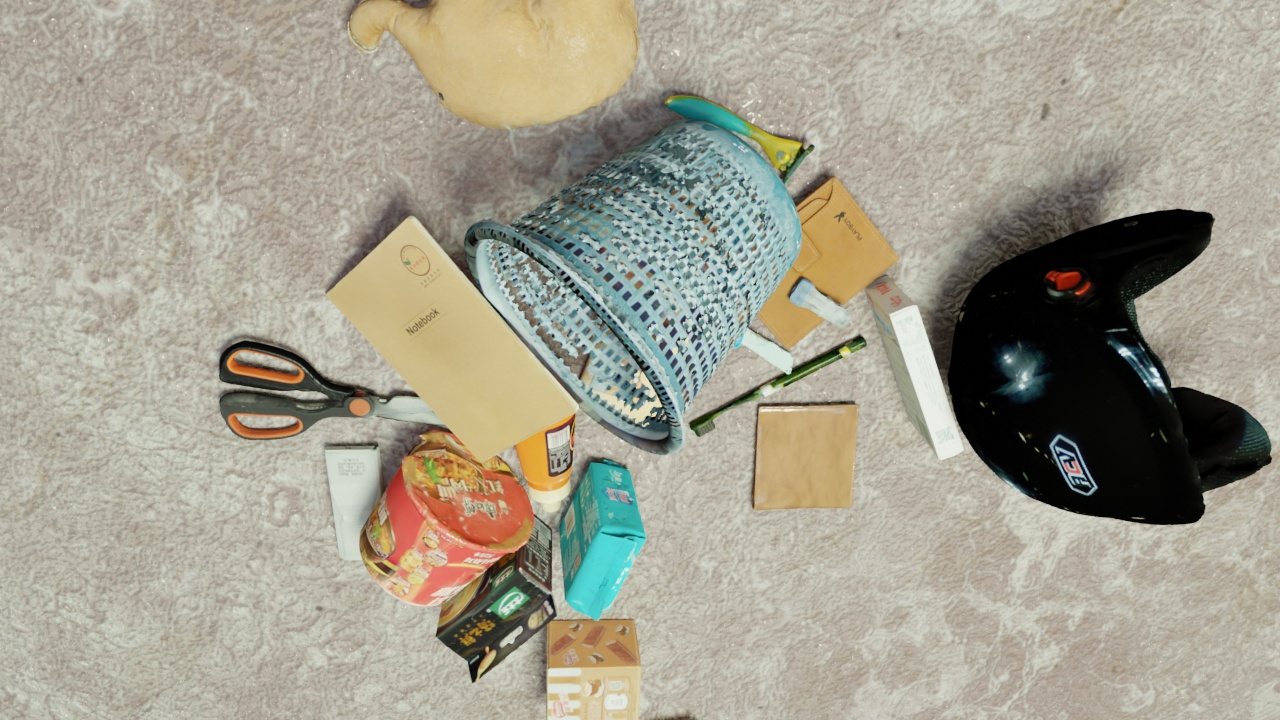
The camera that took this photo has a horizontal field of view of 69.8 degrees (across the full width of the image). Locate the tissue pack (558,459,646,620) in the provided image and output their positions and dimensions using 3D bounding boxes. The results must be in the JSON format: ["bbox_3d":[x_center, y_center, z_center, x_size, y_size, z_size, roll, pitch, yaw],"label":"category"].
[{"bbox_3d":[-0.037,0.164,0.857,0.050,0.133,0.093,18,114,-16],"label":"tissue pack"}]

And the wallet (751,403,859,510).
[{"bbox_3d":[0.163,0.096,0.906,0.101,0.020,0.115,0,110,-4],"label":"wallet"}]

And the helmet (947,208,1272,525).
[{"bbox_3d":[0.373,0.016,0.759,0.231,0.273,0.233,-18,111,31],"label":"helmet"}]

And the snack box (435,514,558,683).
[{"bbox_3d":[-0.135,0.220,0.876,0.113,0.125,0.053,-41,110,12],"label":"snack box"}]

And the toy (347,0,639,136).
[{"bbox_3d":[-0.113,-0.246,0.711,0.226,0.082,0.143,-11,108,3],"label":"toy"}]

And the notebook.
[{"bbox_3d":[-0.164,-0.009,0.788,0.148,0.008,0.207,-29,107,40],"label":"notebook"}]

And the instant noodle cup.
[{"bbox_3d":[-0.183,0.153,0.845,0.138,0.137,0.109,35,114,-17],"label":"instant noodle cup"}]

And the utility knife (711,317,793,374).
[{"bbox_3d":[0.061,-0.043,0.837,0.203,0.018,0.034,32,105,-15],"label":"utility knife"}]

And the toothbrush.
[{"bbox_3d":[0.132,0.026,0.877,0.186,0.012,0.017,-28,118,7],"label":"toothbrush"}]

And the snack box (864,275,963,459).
[{"bbox_3d":[0.249,0.006,0.838,0.027,0.084,0.157,-22,113,6],"label":"snack box"}]

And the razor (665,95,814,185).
[{"bbox_3d":[0.080,-0.193,0.771,0.132,0.028,0.043,21,141,-15],"label":"razor"}]

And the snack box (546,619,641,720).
[{"bbox_3d":[-0.051,0.330,0.955,0.094,0.077,0.093,0,113,-6],"label":"snack box"}]

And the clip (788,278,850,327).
[{"bbox_3d":[0.159,-0.050,0.813,0.056,0.026,0.024,31,106,-11],"label":"clip"}]

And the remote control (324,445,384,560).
[{"bbox_3d":[-0.272,0.138,0.886,0.049,0.024,0.125,-2,112,-5],"label":"remote control"}]

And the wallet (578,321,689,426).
[{"bbox_3d":[-0.005,0.005,0.852,0.087,0.024,0.115,20,109,-7],"label":"wallet"}]

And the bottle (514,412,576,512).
[{"bbox_3d":[-0.089,0.080,0.858,0.067,0.066,0.150,-4,120,-3],"label":"bottle"}]

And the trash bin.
[{"bbox_3d":[0.011,-0.072,0.715,0.194,0.227,0.226,-44,113,-19],"label":"trash bin"}]

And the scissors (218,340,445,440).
[{"bbox_3d":[-0.275,0.048,0.853,0.234,0.021,0.161,30,114,-20],"label":"scissors"}]

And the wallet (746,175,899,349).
[{"bbox_3d":[0.151,-0.087,0.822,0.132,0.031,0.108,-39,112,11],"label":"wallet"}]
